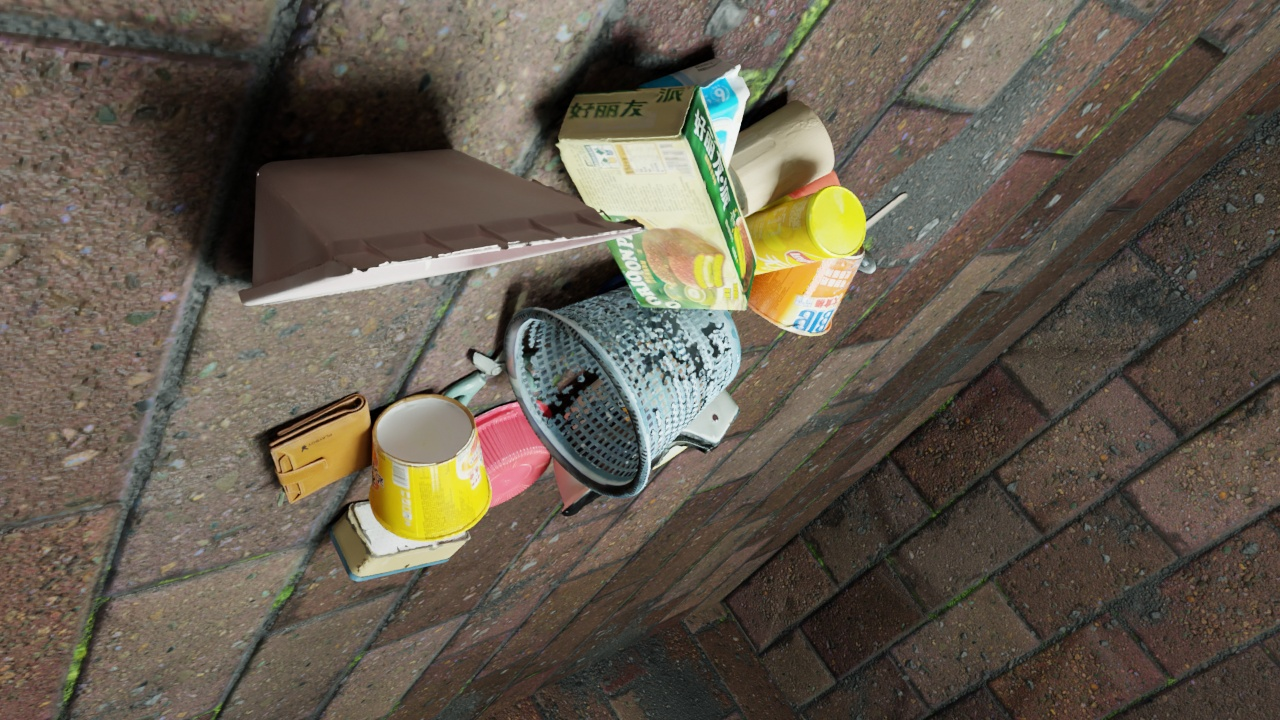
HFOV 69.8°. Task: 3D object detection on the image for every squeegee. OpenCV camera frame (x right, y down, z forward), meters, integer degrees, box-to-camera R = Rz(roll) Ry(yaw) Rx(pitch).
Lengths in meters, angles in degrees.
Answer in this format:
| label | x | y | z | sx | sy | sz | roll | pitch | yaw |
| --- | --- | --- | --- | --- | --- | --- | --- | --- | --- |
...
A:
| label | x | y | z | sx | sy | sz | roll | pitch | yaw |
| --- | --- | --- | --- | --- | --- | --- | --- | --- | --- |
| squeegee | 0.284 | -0.150 | 1.253 | 0.248 | 0.040 | 0.249 | -39 | -171 | 11 |

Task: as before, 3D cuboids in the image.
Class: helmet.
| label | x | y | z | sx | sy | sz | roll | pitch | yaw |
| --- | --- | --- | --- | --- | --- | --- | --- | --- | --- |
| helmet | -0.009 | 0.084 | 1.237 | 0.274 | 0.157 | 0.230 | -26 | 171 | 3 |

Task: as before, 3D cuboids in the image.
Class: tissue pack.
| label | x | y | z | sx | sy | sz | roll | pitch | yaw |
| --- | --- | --- | --- | --- | --- | --- | --- | --- | --- |
| tissue pack | 0.043 | -0.208 | 0.844 | 0.089 | 0.063 | 0.140 | -25 | 156 | -19 |

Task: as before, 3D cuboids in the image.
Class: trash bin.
| label | x | y | z | sx | sy | sz | roll | pitch | yaw |
| --- | --- | --- | --- | --- | --- | --- | --- | --- | --- |
| trash bin | -0.006 | 0.006 | 1.009 | 0.194 | 0.226 | 0.227 | -33 | 160 | -33 |

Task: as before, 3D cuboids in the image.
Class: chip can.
| label | x | y | z | sx | sy | sz | roll | pitch | yaw |
| --- | --- | --- | --- | --- | --- | --- | --- | --- | --- |
| chip can | 0.142 | -0.129 | 0.980 | 0.071 | 0.072 | 0.214 | -23 | -172 | -28 |

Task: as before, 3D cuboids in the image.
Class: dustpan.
| label | x | y | z | sx | sy | sz | roll | pitch | yaw |
| --- | --- | --- | --- | --- | --- | --- | --- | --- | --- |
| dustpan | -0.163 | -0.064 | 0.667 | 0.222 | 0.273 | 0.139 | -13 | 124 | -38 |

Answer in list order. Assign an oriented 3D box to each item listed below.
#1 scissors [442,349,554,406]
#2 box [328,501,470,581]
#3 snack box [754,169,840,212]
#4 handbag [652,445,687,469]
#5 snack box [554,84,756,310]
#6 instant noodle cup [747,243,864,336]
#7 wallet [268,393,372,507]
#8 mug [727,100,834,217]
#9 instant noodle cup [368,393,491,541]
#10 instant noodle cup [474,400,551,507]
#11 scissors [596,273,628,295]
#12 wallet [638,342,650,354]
| label | x | y | z | sx | sy | sz | roll | pitch | yaw |
| --- | --- | --- | --- | --- | --- | --- | --- | --- | --- |
| scissors | -0.165 | 0.027 | 1.085 | 0.179 | 0.019 | 0.171 | -2 | 140 | -52 |
| box | -0.312 | 0.224 | 1.183 | 0.059 | 0.089 | 0.184 | -46 | 153 | 27 |
| snack box | 0.179 | -0.181 | 1.045 | 0.080 | 0.091 | 0.082 | -40 | 127 | -14 |
| handbag | 0.036 | 0.077 | 1.435 | 0.163 | 0.063 | 0.179 | -34 | 143 | -2 |
| snack box | 0.023 | -0.135 | 0.820 | 0.115 | 0.063 | 0.240 | 3 | 151 | 23 |
| instant noodle cup | 0.201 | -0.120 | 1.149 | 0.151 | 0.151 | 0.112 | -11 | 139 | -45 |
| wallet | -0.339 | 0.097 | 0.967 | 0.118 | 0.035 | 0.131 | -31 | 159 | -26 |
| mug | 0.130 | -0.207 | 0.969 | 0.103 | 0.084 | 0.125 | -30 | -176 | -8 |
| instant noodle cup | -0.234 | 0.111 | 1.008 | 0.137 | 0.138 | 0.110 | -22 | 139 | -28 |
| instant noodle cup | -0.189 | 0.135 | 1.209 | 0.193 | 0.066 | 0.194 | -29 | 158 | -13 |
| scissors | 0.023 | -0.110 | 1.053 | 0.165 | 0.012 | 0.157 | -26 | 164 | 1 |
| wallet | 0.040 | -0.024 | 1.205 | 0.115 | 0.024 | 0.087 | -13 | 171 | 28 |
